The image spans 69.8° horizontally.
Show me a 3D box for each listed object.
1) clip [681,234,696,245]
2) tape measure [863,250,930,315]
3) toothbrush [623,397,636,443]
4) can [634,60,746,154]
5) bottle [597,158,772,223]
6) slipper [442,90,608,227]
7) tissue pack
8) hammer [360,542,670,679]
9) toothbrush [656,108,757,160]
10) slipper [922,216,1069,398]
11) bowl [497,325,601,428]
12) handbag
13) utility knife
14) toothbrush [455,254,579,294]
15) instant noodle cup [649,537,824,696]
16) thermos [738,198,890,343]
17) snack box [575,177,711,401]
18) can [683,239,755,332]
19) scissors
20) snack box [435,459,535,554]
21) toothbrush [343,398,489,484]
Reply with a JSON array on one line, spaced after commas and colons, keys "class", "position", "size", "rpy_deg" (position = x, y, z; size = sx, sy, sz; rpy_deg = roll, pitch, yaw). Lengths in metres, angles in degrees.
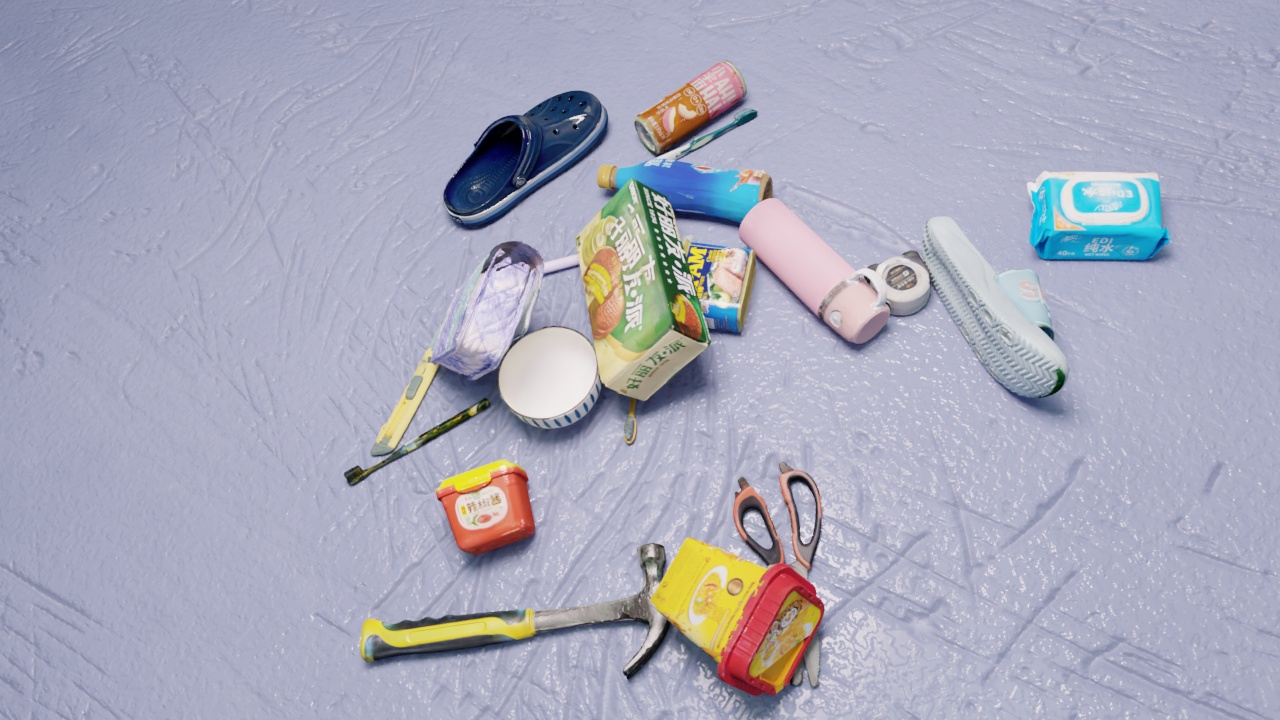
[{"class": "clip", "position": [0.045, -0.133, 1.120], "size": [0.058, 0.041, 0.026], "rpy_deg": [-30, 57, -11]}, {"class": "tape measure", "position": [0.292, -0.085, 1.032], "size": [0.066, 0.033, 0.066], "rpy_deg": [-19, 57, 4]}, {"class": "toothbrush", "position": [-0.006, 0.006, 1.054], "size": [0.016, 0.018, 0.191], "rpy_deg": [0, 62, 10]}, {"class": "can", "position": [0.065, -0.332, 1.202], "size": [0.147, 0.058, 0.058], "rpy_deg": [-34, 60, -8]}, {"class": "bottle", "position": [0.051, -0.214, 1.136], "size": [0.219, 0.065, 0.065], "rpy_deg": [12, 65, 18]}, {"class": "slipper", "position": [-0.161, -0.281, 1.205], "size": [0.252, 0.095, 0.105], "rpy_deg": [-41, 64, -7]}, {"class": "tissue pack", "position": [0.501, -0.161, 1.012], "size": [0.140, 0.063, 0.089], "rpy_deg": [3, 62, 13]}, {"class": "hammer", "position": [-0.128, 0.270, 0.929], "size": [0.323, 0.032, 0.126], "rpy_deg": [-10, 59, 7]}, {"class": "toothbrush", "position": [0.068, -0.284, 1.201], "size": [0.191, 0.016, 0.018], "rpy_deg": [-28, 50, -5]}, {"class": "slipper", "position": [0.376, -0.063, 0.967], "size": [0.074, 0.104, 0.245], "rpy_deg": [-21, 53, -2]}, {"class": "bowl", "position": [-0.096, 0.027, 1.035], "size": [0.116, 0.066, 0.116], "rpy_deg": [-6, 61, 10]}, {"class": "handbag", "position": [-0.172, -0.051, 1.028], "size": [0.075, 0.194, 0.134], "rpy_deg": [23, 77, -17]}, {"class": "utility knife", "position": [-0.268, 0.028, 1.104], "size": [0.031, 0.021, 0.197], "rpy_deg": [17, 62, 14]}, {"class": "toothbrush", "position": [-0.138, -0.107, 1.145], "size": [0.189, 0.021, 0.029], "rpy_deg": [-16, 27, 2]}, {"class": "instant noodle cup", "position": [0.086, 0.231, 0.856], "size": [0.124, 0.116, 0.116], "rpy_deg": [24, 78, 39]}, {"class": "thermos", "position": [0.198, -0.108, 1.035], "size": [0.067, 0.087, 0.198], "rpy_deg": [-20, 54, -29]}, {"class": "snack box", "position": [-0.003, -0.083, 1.031], "size": [0.115, 0.063, 0.239], "rpy_deg": [-42, 43, 32]}, {"class": "can", "position": [0.085, -0.086, 1.065], "size": [0.083, 0.057, 0.102], "rpy_deg": [8, 64, 14]}, {"class": "scissors", "position": [0.138, 0.210, 0.915], "size": [0.197, 0.015, 0.205], "rpy_deg": [30, 71, 23]}, {"class": "snack box", "position": [-0.160, 0.158, 0.974], "size": [0.091, 0.082, 0.080], "rpy_deg": [-20, 73, 2]}, {"class": "toothbrush", "position": [-0.258, 0.091, 1.062], "size": [0.185, 0.017, 0.012], "rpy_deg": [-30, 37, -5]}]
